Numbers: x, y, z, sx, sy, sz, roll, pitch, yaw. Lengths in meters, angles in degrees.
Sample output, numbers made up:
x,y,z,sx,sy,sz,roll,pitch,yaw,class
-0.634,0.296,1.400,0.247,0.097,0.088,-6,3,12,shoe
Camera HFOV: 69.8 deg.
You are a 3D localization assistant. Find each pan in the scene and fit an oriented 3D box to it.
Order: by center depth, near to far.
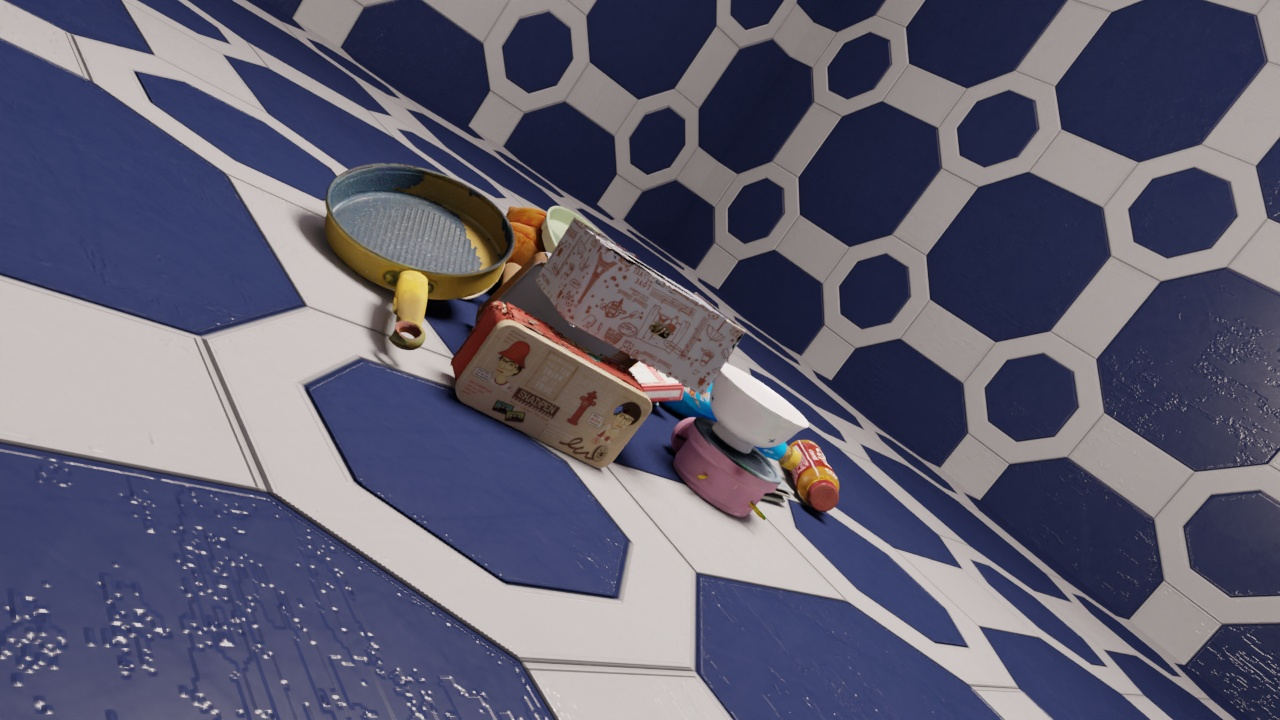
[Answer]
x,y,z,sx,sy,sz,roll,pitch,yaw,class
-0.219,-0.101,0.900,0.197,0.078,0.356,13,37,-17,pan

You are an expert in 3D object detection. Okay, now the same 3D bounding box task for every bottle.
x,y,z,sx,sy,sz,roll,pitch,yaw,class
0.128,0.085,1.262,0.218,0.065,0.065,34,11,-15,bottle
0.242,0.163,1.290,0.057,0.057,0.174,34,11,-6,bottle

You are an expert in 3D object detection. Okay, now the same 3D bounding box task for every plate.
x,y,z,sx,sy,sz,roll,pitch,yaw,class
-0.053,-0.108,1.223,0.230,0.027,0.229,46,20,-23,plate

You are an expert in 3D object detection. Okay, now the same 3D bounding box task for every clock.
x,y,z,sx,sy,sz,roll,pitch,yaw,class
0.090,0.114,1.031,0.117,0.060,0.158,32,13,-14,clock

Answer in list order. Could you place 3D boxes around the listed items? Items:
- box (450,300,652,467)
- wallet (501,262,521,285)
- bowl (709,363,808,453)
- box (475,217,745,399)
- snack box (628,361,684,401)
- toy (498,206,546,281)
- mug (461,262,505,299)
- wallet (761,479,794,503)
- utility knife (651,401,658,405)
x,y,z,sx,sy,sz,roll,pitch,yaw,class
-0.080,0.018,0.830,0.168,0.091,0.076,30,15,-28,box
-0.129,-0.060,1.081,0.090,0.033,0.115,31,31,-24,wallet
0.116,0.061,0.998,0.118,0.065,0.118,32,12,-8,bowl
-0.035,-0.047,0.941,0.179,0.134,0.271,29,-20,-28,box
-0.007,0.007,1.207,0.075,0.025,0.153,-2,28,-25,snack box
-0.159,-0.145,1.249,0.140,0.131,0.199,38,30,-10,toy
-0.214,-0.132,1.094,0.106,0.082,0.114,42,15,25,mug
0.128,0.125,1.159,0.106,0.037,0.130,22,17,-49,wallet
0.007,0.021,1.290,0.031,0.021,0.204,28,10,-16,utility knife
